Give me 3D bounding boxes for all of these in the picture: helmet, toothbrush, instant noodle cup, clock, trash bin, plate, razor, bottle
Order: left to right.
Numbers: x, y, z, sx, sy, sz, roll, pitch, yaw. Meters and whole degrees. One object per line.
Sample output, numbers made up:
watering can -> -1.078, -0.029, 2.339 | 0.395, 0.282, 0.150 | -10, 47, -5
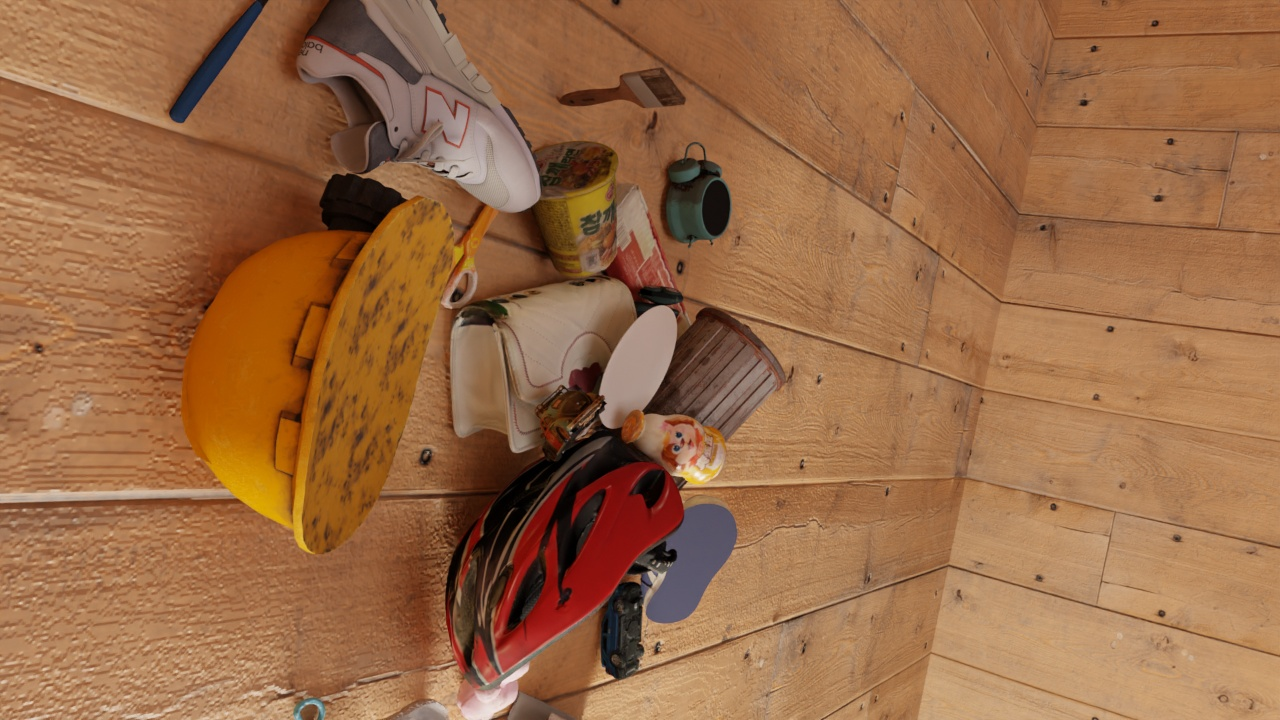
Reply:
toothbrush -> -0.272, -0.230, 0.626 | 0.167, 0.014, 0.014 | -63, 177, -17
helmet -> -0.237, -0.006, 0.640 | 0.205, 0.131, 0.255 | 98, 7, -73
helmet -> -0.081, 0.189, 0.881 | 0.167, 0.218, 0.271 | 45, 65, 0
instant noodle cup -> -0.064, -0.144, 0.900 | 0.102, 0.102, 0.108 | -50, 146, -36
razor -> -0.011, -0.029, 1.019 | 0.052, 0.047, 0.143 | 41, 91, -19
plate -> -0.005, 0.005, 0.920 | 0.134, 0.011, 0.135 | -44, 149, -36
bottle -> 0.034, 0.085, 0.943 | 0.108, 0.063, 0.063 | 24, 78, -25
trash bin -> 0.061, 0.046, 1.055 | 0.211, 0.131, 0.131 | -46, 138, -12
clock -> 0.071, -0.201, 1.113 | 0.089, 0.053, 0.124 | -17, 111, -54

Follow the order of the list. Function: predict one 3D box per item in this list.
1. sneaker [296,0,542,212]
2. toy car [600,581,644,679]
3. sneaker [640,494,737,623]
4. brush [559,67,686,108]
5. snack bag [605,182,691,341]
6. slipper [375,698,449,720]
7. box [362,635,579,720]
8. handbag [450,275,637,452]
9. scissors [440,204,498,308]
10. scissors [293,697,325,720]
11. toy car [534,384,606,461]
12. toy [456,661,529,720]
sneaker -> -0.181, -0.185, 0.725 | 0.124, 0.089, 0.240 | -53, 131, -26
toy car -> -0.024, 0.335, 1.143 | 0.056, 0.044, 0.120 | -3, 99, -56
sneaker -> 0.049, 0.199, 1.099 | 0.118, 0.091, 0.234 | -100, -164, -47
brush -> -0.024, -0.253, 0.872 | 0.045, 0.143, 0.008 | 40, 65, -44
snack bag -> 0.004, -0.093, 1.059 | 0.077, 0.041, 0.225 | -55, 142, -30
slipper -> -0.238, 0.352, 0.787 | 0.112, 0.075, 0.246 | -70, 161, 0
box -> -0.216, 0.465, 1.116 | 0.172, 0.405, 0.168 | 52, 57, -50
handbag -> -0.086, -0.004, 0.900 | 0.198, 0.096, 0.142 | -22, 119, -51
scissors -> -0.153, -0.105, 0.845 | 0.130, 0.013, 0.070 | -59, 143, -25
scissors -> -0.292, 0.351, 0.782 | 0.134, 0.015, 0.135 | -35, 131, -55
toy car -> -0.068, 0.051, 0.820 | 0.047, 0.047, 0.112 | -40, 173, -28
toy -> -0.151, 0.331, 0.928 | 0.063, 0.047, 0.110 | -20, 158, -39
